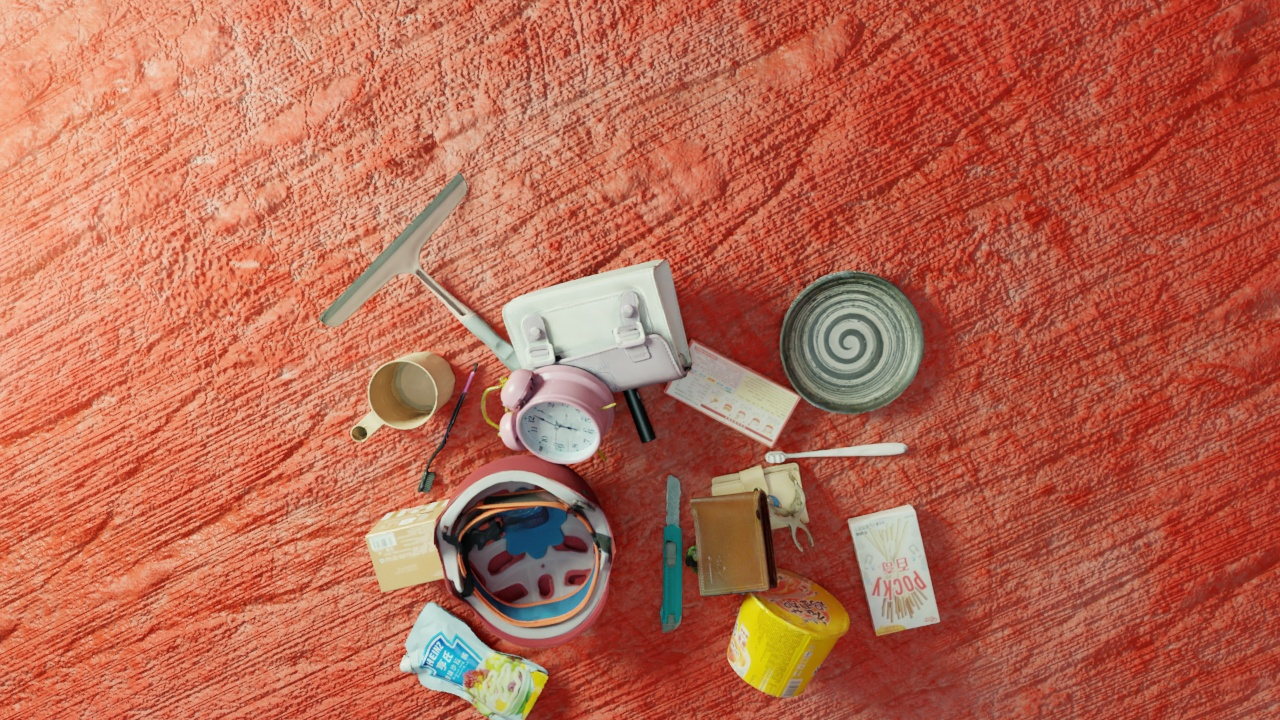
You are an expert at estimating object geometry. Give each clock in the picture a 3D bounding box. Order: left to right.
[{"bbox_3d":[-0.110,0.063,1.083,0.158,0.059,0.117,12,129,3],"label":"clock"}]

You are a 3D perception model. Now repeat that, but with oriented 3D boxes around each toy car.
[{"bbox_3d":[0.102,0.252,1.180,0.091,0.036,0.043,-1,143,-3],"label":"toy car"}]

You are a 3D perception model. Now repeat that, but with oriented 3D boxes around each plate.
[{"bbox_3d":[0.261,-0.023,1.143,0.179,0.024,0.179,0,97,0],"label":"plate"}]

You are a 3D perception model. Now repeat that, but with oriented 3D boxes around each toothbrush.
[{"bbox_3d":[-0.246,0.089,1.185,0.018,0.014,0.189,24,98,-12],"label":"toothbrush"},{"bbox_3d":[0.250,0.118,1.169,0.180,0.016,0.016,-4,100,3],"label":"toothbrush"}]

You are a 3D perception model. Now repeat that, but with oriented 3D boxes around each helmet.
[{"bbox_3d":[-0.137,0.220,1.139,0.207,0.143,0.240,-15,112,0],"label":"helmet"}]

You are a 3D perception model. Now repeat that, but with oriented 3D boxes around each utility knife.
[{"bbox_3d":[0.040,0.255,1.198,0.029,0.013,0.216,0,98,2],"label":"utility knife"}]

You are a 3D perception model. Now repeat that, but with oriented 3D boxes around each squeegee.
[{"bbox_3d":[-0.221,-0.058,1.150,0.249,0.040,0.247,44,80,-10],"label":"squeegee"}]

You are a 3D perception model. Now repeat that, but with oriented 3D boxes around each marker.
[{"bbox_3d":[-0.013,0.043,1.166,0.022,0.020,0.132,-22,97,-7],"label":"marker"}]

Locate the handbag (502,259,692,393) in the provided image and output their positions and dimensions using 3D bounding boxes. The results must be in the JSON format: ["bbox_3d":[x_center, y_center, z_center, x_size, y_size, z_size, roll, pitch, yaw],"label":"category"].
[{"bbox_3d":[-0.050,-0.028,1.104,0.197,0.098,0.145,-13,106,19],"label":"handbag"}]

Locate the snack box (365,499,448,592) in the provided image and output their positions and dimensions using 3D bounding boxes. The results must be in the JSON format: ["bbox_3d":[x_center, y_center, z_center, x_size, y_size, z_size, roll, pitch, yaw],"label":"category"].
[{"bbox_3d":[-0.282,0.234,1.166,0.093,0.094,0.077,-14,98,4],"label":"snack box"}]

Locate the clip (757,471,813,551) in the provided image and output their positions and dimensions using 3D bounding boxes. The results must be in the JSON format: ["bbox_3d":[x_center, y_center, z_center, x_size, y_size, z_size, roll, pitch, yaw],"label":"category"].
[{"bbox_3d":[0.177,0.194,1.154,0.092,0.035,0.103,-4,108,-5],"label":"clip"}]

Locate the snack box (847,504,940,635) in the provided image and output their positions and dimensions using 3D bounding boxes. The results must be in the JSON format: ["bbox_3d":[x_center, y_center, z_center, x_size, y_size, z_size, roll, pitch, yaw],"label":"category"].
[{"bbox_3d":[0.327,0.271,1.184,0.085,0.027,0.157,-14,97,4],"label":"snack box"}]

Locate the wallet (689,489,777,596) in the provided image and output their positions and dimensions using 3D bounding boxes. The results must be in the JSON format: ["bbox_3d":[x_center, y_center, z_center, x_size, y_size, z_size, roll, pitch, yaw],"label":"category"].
[{"bbox_3d":[0.111,0.224,1.123,0.101,0.032,0.124,-15,71,32],"label":"wallet"}]

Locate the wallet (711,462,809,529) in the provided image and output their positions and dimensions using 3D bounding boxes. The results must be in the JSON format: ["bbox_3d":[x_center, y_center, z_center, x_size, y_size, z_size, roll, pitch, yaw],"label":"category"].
[{"bbox_3d":[0.153,0.178,1.179,0.115,0.024,0.087,-12,97,5],"label":"wallet"}]

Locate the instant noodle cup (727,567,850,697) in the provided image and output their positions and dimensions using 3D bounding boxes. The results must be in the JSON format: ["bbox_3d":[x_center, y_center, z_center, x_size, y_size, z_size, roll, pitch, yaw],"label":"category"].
[{"bbox_3d":[0.178,0.344,1.152,0.138,0.137,0.110,20,107,-1],"label":"instant noodle cup"}]

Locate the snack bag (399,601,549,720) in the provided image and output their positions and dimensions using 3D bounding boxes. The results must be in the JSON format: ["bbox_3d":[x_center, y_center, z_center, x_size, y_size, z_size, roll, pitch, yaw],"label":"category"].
[{"bbox_3d":[-0.224,0.409,1.220,0.191,0.038,0.110,29,109,-1],"label":"snack bag"}]

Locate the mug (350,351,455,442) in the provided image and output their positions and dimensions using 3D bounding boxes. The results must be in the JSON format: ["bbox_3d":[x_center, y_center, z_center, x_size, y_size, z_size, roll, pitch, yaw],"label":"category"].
[{"bbox_3d":[-0.294,0.047,1.135,0.125,0.103,0.084,-42,95,7],"label":"mug"}]

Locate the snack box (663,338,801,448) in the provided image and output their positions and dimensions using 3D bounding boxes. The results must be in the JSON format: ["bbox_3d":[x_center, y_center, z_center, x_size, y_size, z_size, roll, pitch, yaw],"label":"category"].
[{"bbox_3d":[0.115,0.041,1.157,0.156,0.027,0.077,28,98,-2],"label":"snack box"}]
